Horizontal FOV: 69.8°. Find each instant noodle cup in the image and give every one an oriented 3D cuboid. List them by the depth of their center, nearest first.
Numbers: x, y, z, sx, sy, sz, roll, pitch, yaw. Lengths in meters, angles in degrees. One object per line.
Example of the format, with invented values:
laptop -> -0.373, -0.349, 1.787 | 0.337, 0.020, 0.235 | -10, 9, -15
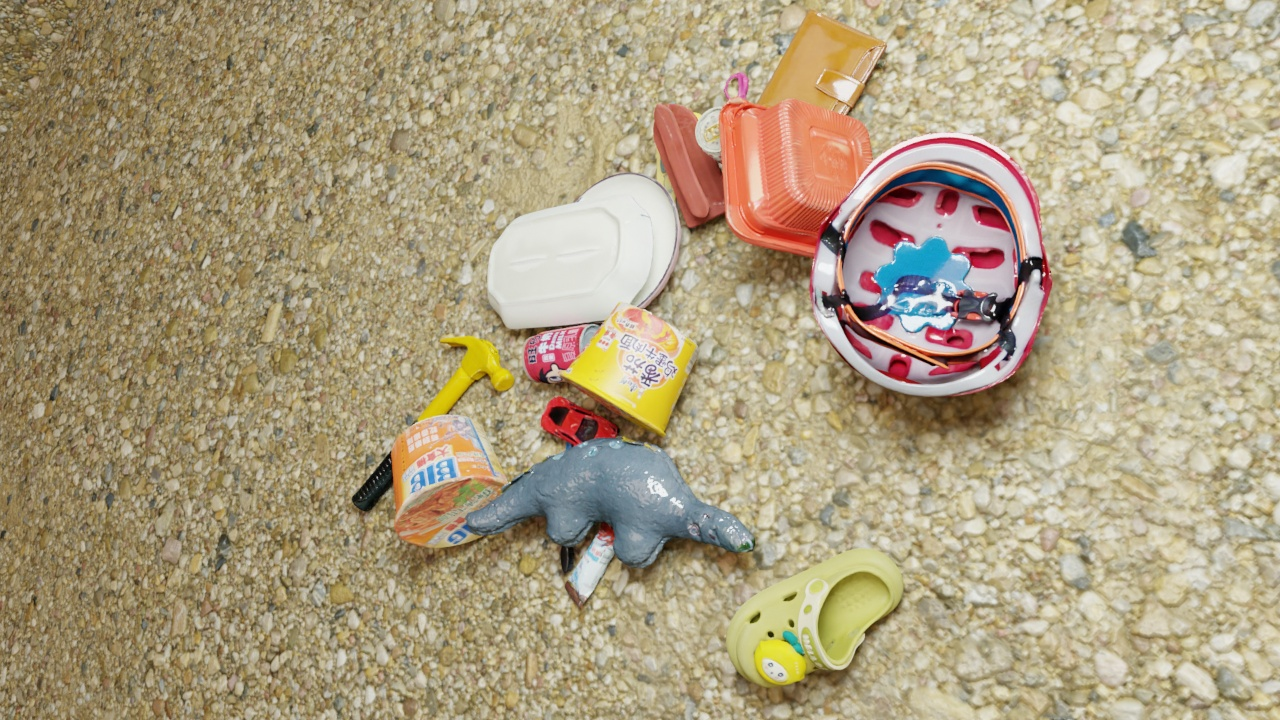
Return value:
instant noodle cup -> 0.172, -0.192, 0.942 | 0.079, 0.188, 0.164 | -30, 59, 55
instant noodle cup -> -0.006, 0.006, 1.040 | 0.138, 0.138, 0.109 | 26, 83, 35
instant noodle cup -> -0.240, 0.146, 1.143 | 0.152, 0.151, 0.111 | -38, 51, 18

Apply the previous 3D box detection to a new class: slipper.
slipper -> 0.166, 0.253, 0.876 | 0.191, 0.081, 0.091 | -37, 99, 13

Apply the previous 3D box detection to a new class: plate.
plate -> -0.025, -0.136, 1.138 | 0.193, 0.039, 0.192 | -10, 72, 34
plate -> -0.101, -0.125, 1.143 | 0.266, 0.034, 0.162 | -3, 77, 36

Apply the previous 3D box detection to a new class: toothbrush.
toothbrush -> -0.087, 0.163, 1.118 | 0.014, 0.016, 0.189 | -14, 67, 35

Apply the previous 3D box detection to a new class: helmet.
helmet -> 0.271, -0.079, 0.873 | 0.207, 0.144, 0.240 | 15, 84, 14

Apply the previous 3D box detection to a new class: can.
can -> 0.109, -0.240, 1.026 | 0.053, 0.132, 0.053 | -2, 86, 26
can -> -0.093, -0.007, 1.133 | 0.094, 0.066, 0.066 | -8, 73, 30

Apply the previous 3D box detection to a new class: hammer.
hammer -> -0.296, 0.089, 1.256 | 0.301, 0.032, 0.129 | -50, 57, 11

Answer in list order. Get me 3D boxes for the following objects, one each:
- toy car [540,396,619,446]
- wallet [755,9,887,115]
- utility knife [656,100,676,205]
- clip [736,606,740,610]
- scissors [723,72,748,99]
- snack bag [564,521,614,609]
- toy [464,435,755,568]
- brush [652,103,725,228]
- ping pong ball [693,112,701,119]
toy car -> -0.074, 0.080, 1.114 | 0.106, 0.031, 0.049 | 25, 85, 28
wallet -> 0.209, -0.318, 1.045 | 0.119, 0.035, 0.131 | 34, 100, 27
utility knife -> 0.035, -0.239, 1.152 | 0.031, 0.020, 0.190 | -12, 75, 35
clip -> 0.126, 0.258, 0.948 | 0.058, 0.026, 0.043 | -12, 78, 29
scissors -> 0.125, -0.295, 1.108 | 0.134, 0.017, 0.130 | -41, 62, 20
snack bag -> -0.055, 0.235, 1.067 | 0.104, 0.026, 0.048 | -57, 42, 5
toy -> -0.032, 0.153, 1.027 | 0.357, 0.091, 0.137 | 2, 58, 28
brush -> 0.056, -0.234, 1.075 | 0.063, 0.069, 0.146 | -23, 87, 24
ping pong ball -> 0.064, -0.284, 1.126 | 0.040, 0.040, 0.040 | -9, 72, 30
